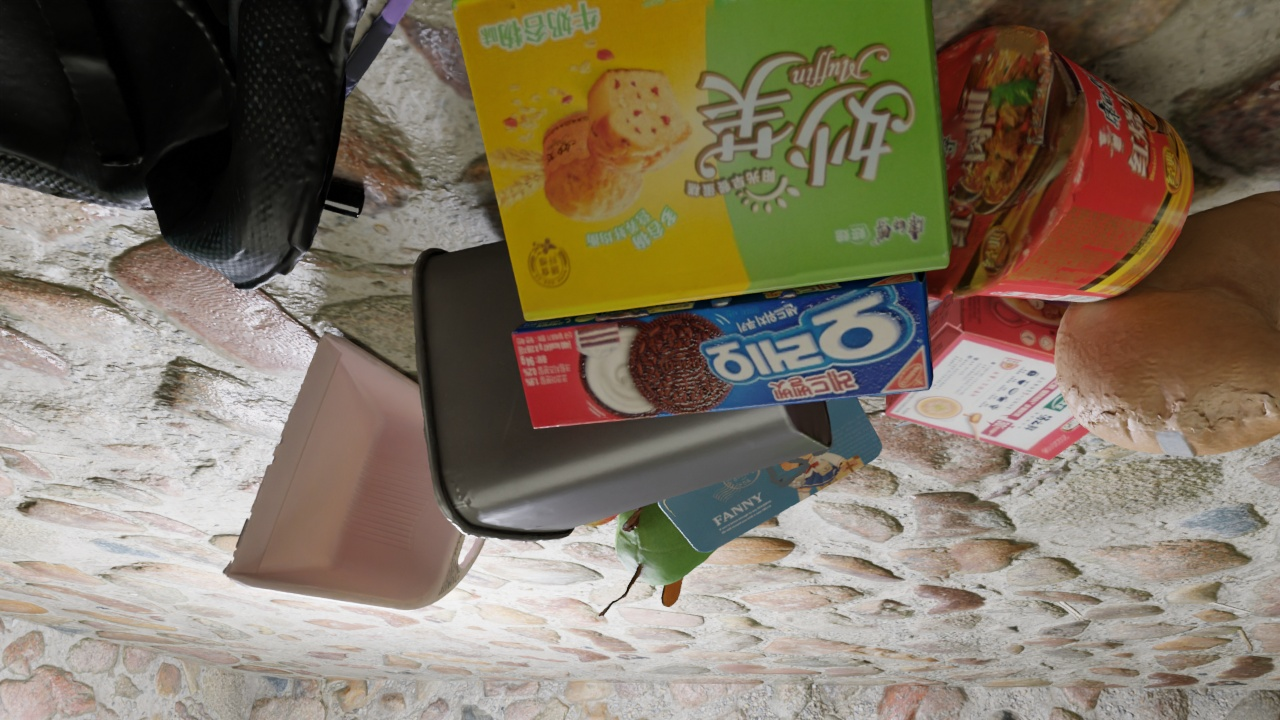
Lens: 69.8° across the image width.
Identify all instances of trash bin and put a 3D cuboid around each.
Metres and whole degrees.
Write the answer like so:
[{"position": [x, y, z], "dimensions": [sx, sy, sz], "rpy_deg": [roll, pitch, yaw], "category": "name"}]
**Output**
[{"position": [-0.004, 0.004, 0.616], "dimensions": [0.220, 0.198, 0.198], "rpy_deg": [-15, 164, 19], "category": "trash bin"}]

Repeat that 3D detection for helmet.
[{"position": [-0.212, -0.156, 0.298], "dimensions": [0.233, 0.230, 0.276], "rpy_deg": [9, 157, -43], "category": "helmet"}]

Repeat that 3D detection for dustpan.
[{"position": [-0.231, 0.123, 0.867], "dimensions": [0.139, 0.222, 0.273], "rpy_deg": [15, 166, 6], "category": "dustpan"}]

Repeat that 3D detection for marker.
[{"position": [-0.247, -0.121, 0.599], "dimensions": [0.132, 0.020, 0.022], "rpy_deg": [14, 122, -17], "category": "marker"}]

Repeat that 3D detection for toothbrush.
[{"position": [-0.166, -0.159, 0.519], "dimensions": [0.014, 0.016, 0.190], "rpy_deg": [23, 146, -32], "category": "toothbrush"}]

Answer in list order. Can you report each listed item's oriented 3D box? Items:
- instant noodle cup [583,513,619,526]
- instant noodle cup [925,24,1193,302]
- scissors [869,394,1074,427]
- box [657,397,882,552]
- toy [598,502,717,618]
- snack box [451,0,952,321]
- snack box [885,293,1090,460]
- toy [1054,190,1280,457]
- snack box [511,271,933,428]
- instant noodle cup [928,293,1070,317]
[{"position": [-0.061, 0.092, 0.868], "dimensions": [0.138, 0.137, 0.110], "rpy_deg": [6, 160, -4], "category": "instant noodle cup"}, {"position": [0.205, -0.091, 0.484], "dimensions": [0.108, 0.137, 0.138], "rpy_deg": [8, 154, -28], "category": "instant noodle cup"}, {"position": [0.266, 0.027, 0.697], "dimensions": [0.176, 0.012, 0.163], "rpy_deg": [8, 155, -9], "category": "scissors"}, {"position": [0.089, 0.075, 0.712], "dimensions": [0.184, 0.059, 0.090], "rpy_deg": [-34, 125, 7], "category": "box"}, {"position": [0.039, 0.156, 0.927], "dimensions": [0.090, 0.227, 0.246], "rpy_deg": [23, -154, 30], "category": "toy"}, {"position": [0.031, -0.112, 0.432], "dimensions": [0.210, 0.158, 0.069], "rpy_deg": [-6, -164, 19], "category": "snack box"}, {"position": [0.245, 0.010, 0.610], "dimensions": [0.127, 0.044, 0.113], "rpy_deg": [15, 148, -5], "category": "snack box"}, {"position": [0.317, -0.041, 0.514], "dimensions": [0.144, 0.225, 0.082], "rpy_deg": [4, 137, 45], "category": "toy"}, {"position": [0.041, -0.009, 0.470], "dimensions": [0.208, 0.058, 0.057], "rpy_deg": [-7, -164, 15], "category": "snack box"}, {"position": [0.232, -0.037, 0.653], "dimensions": [0.138, 0.060, 0.174], "rpy_deg": [22, 146, -31], "category": "instant noodle cup"}]
